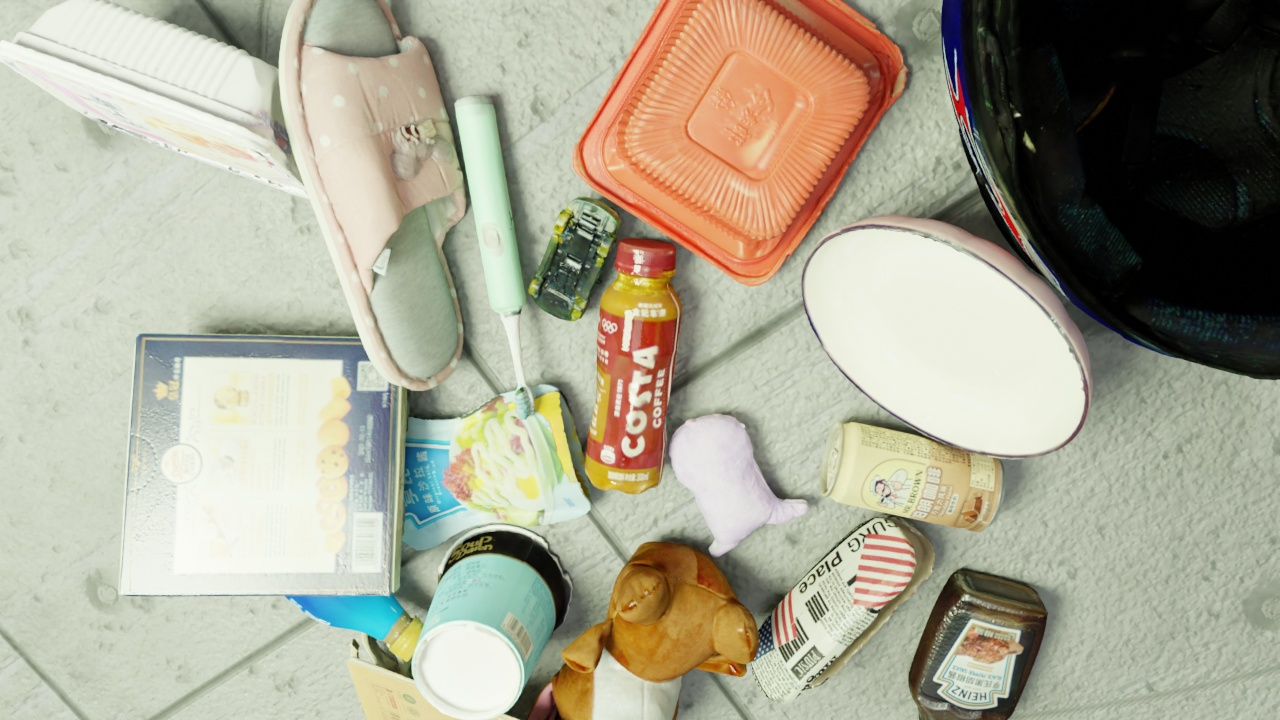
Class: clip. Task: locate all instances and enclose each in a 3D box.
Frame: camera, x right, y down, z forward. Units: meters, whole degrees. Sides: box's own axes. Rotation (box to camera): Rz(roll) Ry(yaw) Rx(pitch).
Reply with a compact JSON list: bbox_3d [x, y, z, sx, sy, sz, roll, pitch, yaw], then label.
[{"bbox_3d":[-0.214,0.257,0.753,0.082,0.034,0.105,3,115,2],"label":"clip"}]

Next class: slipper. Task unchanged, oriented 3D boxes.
[{"bbox_3d":[-0.160,-0.110,0.601,0.054,0.113,0.274,3,111,30],"label":"slipper"}]

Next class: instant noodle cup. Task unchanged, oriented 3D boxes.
[{"bbox_3d":[0.065,-0.156,0.579,0.164,0.079,0.189,30,102,-8],"label":"instant noodle cup"},{"bbox_3d":[-0.292,-0.170,0.590,0.173,0.138,0.060,21,84,-1],"label":"instant noodle cup"},{"bbox_3d":[-0.114,0.198,0.678,0.111,0.120,0.111,2,106,5],"label":"instant noodle cup"}]

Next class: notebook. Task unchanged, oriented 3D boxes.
[{"bbox_3d":[-0.130,0.311,0.719,0.208,0.008,0.148,12,128,19],"label":"notebook"}]

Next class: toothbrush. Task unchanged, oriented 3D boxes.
[{"bbox_3d":[-0.097,-0.068,0.636,0.026,0.027,0.224,-6,100,13],"label":"toothbrush"}]

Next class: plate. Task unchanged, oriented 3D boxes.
[{"bbox_3d":[0.191,-0.018,0.573,0.192,0.193,0.039,47,68,-9],"label":"plate"}]

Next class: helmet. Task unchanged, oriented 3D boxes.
[{"bbox_3d":[0.286,-0.156,0.468,0.248,0.239,0.315,-29,112,32],"label":"helmet"}]

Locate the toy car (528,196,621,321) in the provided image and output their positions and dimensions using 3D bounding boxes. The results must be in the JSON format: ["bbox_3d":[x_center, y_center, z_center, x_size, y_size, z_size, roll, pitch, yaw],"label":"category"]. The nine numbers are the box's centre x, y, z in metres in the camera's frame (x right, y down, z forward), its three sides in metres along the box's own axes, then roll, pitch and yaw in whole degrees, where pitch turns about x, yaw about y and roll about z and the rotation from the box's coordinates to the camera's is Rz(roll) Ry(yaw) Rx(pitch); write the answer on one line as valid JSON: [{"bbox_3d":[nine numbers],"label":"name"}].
[{"bbox_3d":[-0.044,-0.070,0.635,0.043,0.036,0.091,28,118,1],"label":"toy car"}]

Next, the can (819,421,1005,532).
[{"bbox_3d":[0.190,0.081,0.647,0.116,0.058,0.058,12,107,2],"label":"can"}]

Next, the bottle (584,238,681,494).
[{"bbox_3d":[-0.004,0.004,0.643,0.057,0.057,0.175,7,107,3],"label":"bottle"}]

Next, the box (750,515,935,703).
[{"bbox_3d":[0.142,0.184,0.669,0.076,0.087,0.163,42,110,8],"label":"box"}]

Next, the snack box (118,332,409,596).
[{"bbox_3d":[-0.260,0.074,0.647,0.182,0.046,0.178,1,84,-6],"label":"snack box"}]

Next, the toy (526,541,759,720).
[{"bbox_3d":[0.002,0.237,0.685,0.140,0.130,0.200,26,116,-15],"label":"toy"}]

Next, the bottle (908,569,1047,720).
[{"bbox_3d":[0.244,0.257,0.703,0.080,0.044,0.195,13,108,2],"label":"bottle"}]

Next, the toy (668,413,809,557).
[{"bbox_3d":[0.065,0.086,0.670,0.084,0.039,0.108,-27,102,12],"label":"toy"}]

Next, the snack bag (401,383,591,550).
[{"bbox_3d":[-0.138,0.084,0.691,0.191,0.038,0.110,-12,108,11],"label":"snack bag"}]

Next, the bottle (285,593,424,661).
[{"bbox_3d":[-0.254,0.150,0.698,0.218,0.065,0.065,40,106,-2],"label":"bottle"}]
